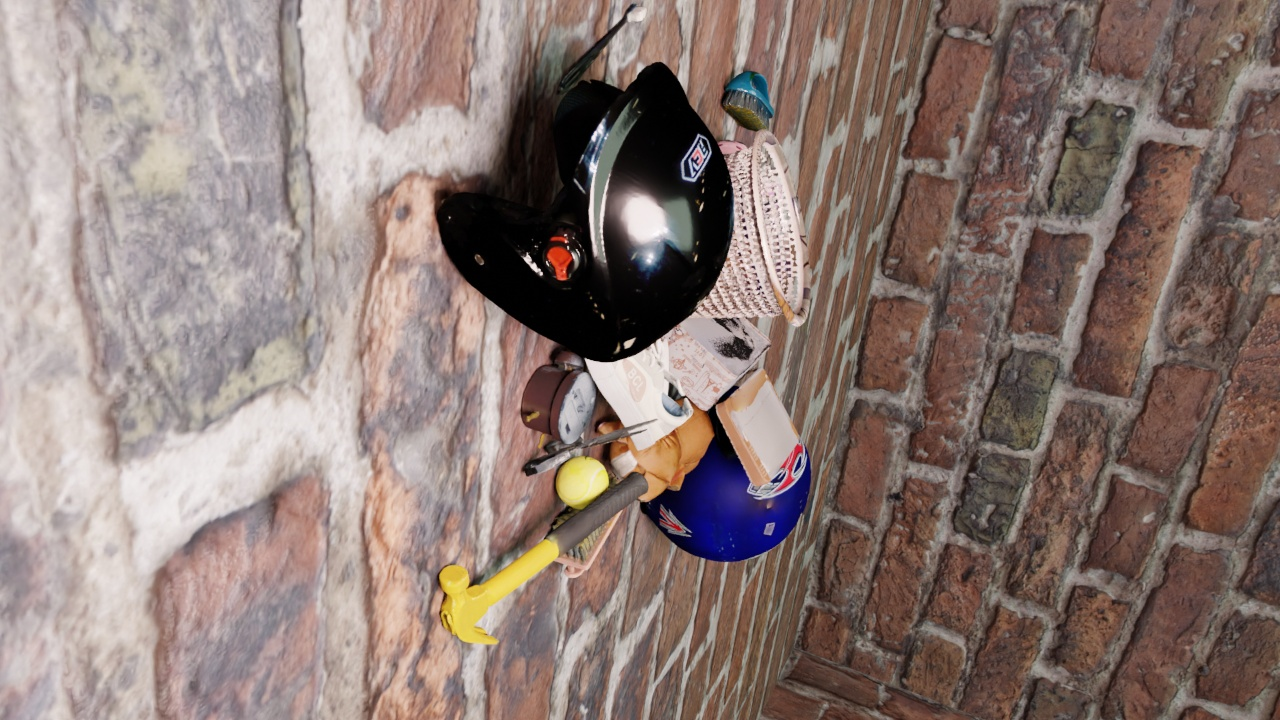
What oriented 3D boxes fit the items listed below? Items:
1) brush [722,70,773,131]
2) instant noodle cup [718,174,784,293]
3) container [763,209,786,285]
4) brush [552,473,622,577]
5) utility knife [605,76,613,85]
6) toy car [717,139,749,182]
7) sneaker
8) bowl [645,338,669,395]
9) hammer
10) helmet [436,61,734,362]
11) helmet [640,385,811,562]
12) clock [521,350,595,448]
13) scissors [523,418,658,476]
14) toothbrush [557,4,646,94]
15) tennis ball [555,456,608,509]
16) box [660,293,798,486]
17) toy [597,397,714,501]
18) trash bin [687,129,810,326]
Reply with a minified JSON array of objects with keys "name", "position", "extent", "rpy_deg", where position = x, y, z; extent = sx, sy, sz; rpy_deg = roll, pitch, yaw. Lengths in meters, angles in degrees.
[{"name":"brush","position":[0.163,-0.385,1.351],"extent":[0.143,0.055,0.073],"rpy_deg":[4,101,-68]},{"name":"instant noodle cup","position":[0.149,-0.183,1.315],"extent":[0.137,0.060,0.173],"rpy_deg":[-24,125,-63]},{"name":"container","position":[0.173,-0.187,1.444],"extent":[0.112,0.090,0.089],"rpy_deg":[97,20,-51]},{"name":"brush","position":[-0.065,0.212,1.198],"extent":[0.145,0.063,0.073],"rpy_deg":[-55,148,-45]},{"name":"utility knife","position":[-0.054,-0.227,0.982],"extent":[0.029,0.013,0.151],"rpy_deg":[14,94,-66]},{"name":"toy car","position":[0.134,-0.272,1.360],"extent":[0.122,0.056,0.037],"rpy_deg":[81,28,-48]},{"name":"sneaker","position":[-0.006,0.006,1.060],"extent":[0.089,0.091,0.242],"rpy_deg":[-112,176,-48]},{"name":"bowl","position":[0.000,0.028,1.207],"extent":[0.118,0.065,0.118],"rpy_deg":[3,89,-82]},{"name":"hammer","position":[-0.101,0.213,1.044],"extent":[0.299,0.033,0.129],"rpy_deg":[-32,137,-37]},{"name":"helmet","position":[-0.026,-0.128,0.821],"extent":[0.276,0.230,0.232],"rpy_deg":[-39,-166,50]},{"name":"helmet","position":[0.158,0.182,1.494],"extent":[0.314,0.240,0.248],"rpy_deg":[-51,151,-46]},{"name":"clock","position":[-0.086,0.038,1.030],"extent":[0.082,0.055,0.121],"rpy_deg":[76,35,-51]},{"name":"scissors","position":[-0.060,0.096,1.017],"extent":[0.156,0.168,0.014],"rpy_deg":[-30,103,-14]},{"name":"toothbrush","position":[-0.039,-0.322,0.946],"extent":[0.180,0.018,0.016],"rpy_deg":[-56,156,-36]},{"name":"tennis ball","position":[-0.072,0.150,1.131],"extent":[0.065,0.065,0.066],"rpy_deg":[-50,148,-47]},{"name":"box","position":[0.137,0.036,1.321],"extent":[0.105,0.260,0.178],"rpy_deg":[-49,172,30]},{"name":"toy","position":[0.016,0.120,1.272],"extent":[0.131,0.140,0.199],"rpy_deg":[-41,174,25]},{"name":"trash bin","position":[0.081,-0.137,1.082],"extent":[0.227,0.192,0.227],"rpy_deg":[-9,90,-68]}]
